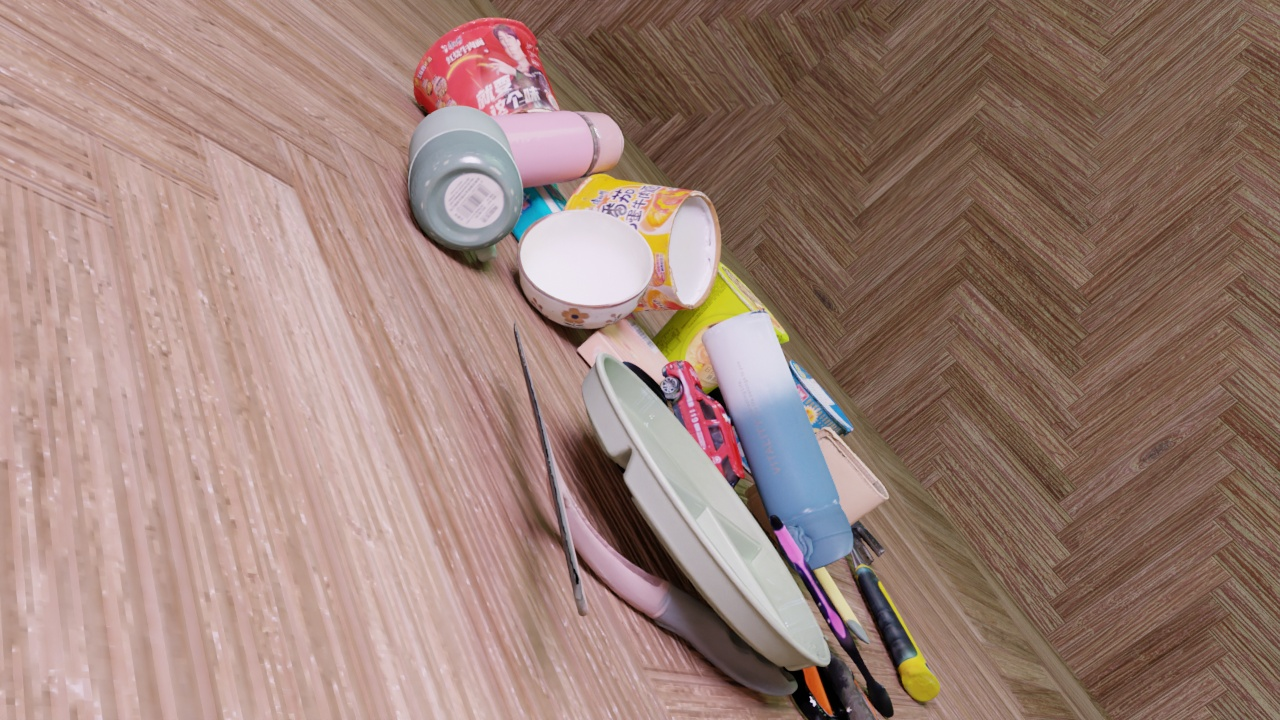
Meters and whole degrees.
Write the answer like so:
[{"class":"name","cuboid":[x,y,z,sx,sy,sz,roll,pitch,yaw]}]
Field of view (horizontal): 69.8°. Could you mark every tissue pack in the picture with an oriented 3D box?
[{"class":"tissue pack","cuboid":[-0.093,-0.136,0.908,0.133,0.050,0.093,54,15,25]}]

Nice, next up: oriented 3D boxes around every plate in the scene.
[{"class":"plate","cuboid":[0.037,0.092,0.563,0.230,0.027,0.230,52,5,-7]}]

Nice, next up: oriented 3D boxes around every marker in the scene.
[{"class":"marker","cuboid":[0.074,0.024,1.069,0.022,0.020,0.132,9,37,-45]}]

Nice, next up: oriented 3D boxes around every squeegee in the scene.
[{"class":"squeegee","cuboid":[0.009,0.120,0.496,0.249,0.040,0.247,49,6,-27]}]

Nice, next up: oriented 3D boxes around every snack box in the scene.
[{"class":"snack box","cuboid":[-0.005,0.005,0.833,0.084,0.026,0.157,50,13,1]}]

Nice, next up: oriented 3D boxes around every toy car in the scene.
[{"class":"toy car","cuboid":[0.052,0.055,0.771,0.053,0.045,0.120,19,49,-77]}]

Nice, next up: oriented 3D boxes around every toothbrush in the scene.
[{"class":"toothbrush","cuboid":[0.150,0.201,0.724,0.189,0.014,0.018,59,0,-4]}]

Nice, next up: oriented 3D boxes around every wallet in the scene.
[{"class":"wallet","cuboid":[0.151,0.120,0.820,0.087,0.115,0.024,51,35,13]}]

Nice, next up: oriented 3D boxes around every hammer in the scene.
[{"class":"hammer","cuboid":[0.248,0.239,0.980,0.126,0.032,0.323,43,13,-18]}]

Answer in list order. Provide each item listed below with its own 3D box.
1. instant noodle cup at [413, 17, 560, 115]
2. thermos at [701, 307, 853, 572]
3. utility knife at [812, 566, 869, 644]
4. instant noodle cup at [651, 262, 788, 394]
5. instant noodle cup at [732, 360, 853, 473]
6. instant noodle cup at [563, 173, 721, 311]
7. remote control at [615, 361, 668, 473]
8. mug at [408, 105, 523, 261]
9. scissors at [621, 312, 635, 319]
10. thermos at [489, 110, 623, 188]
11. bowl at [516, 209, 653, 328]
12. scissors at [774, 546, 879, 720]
[{"class":"instant noodle cup","cuboid":[-0.144,-0.255,0.921,0.108,0.138,0.137,61,16,19]},{"class":"thermos","cuboid":[0.117,0.068,0.778,0.070,0.070,0.220,18,50,-66]},{"class":"utility knife","cuboid":[0.173,0.202,0.866,0.031,0.018,0.166,46,13,-31]},{"class":"instant noodle cup","cuboid":[0.074,-0.022,0.964,0.111,0.123,0.111,44,13,-13]},{"class":"instant noodle cup","cuboid":[0.152,0.072,0.976,0.099,0.110,0.099,44,13,-13]},{"class":"instant noodle cup","cuboid":[0.005,-0.105,0.865,0.110,0.138,0.138,7,-11,30]},{"class":"remote control","cuboid":[0.002,0.042,0.693,0.053,0.024,0.136,41,25,-23]},{"class":"mug","cuboid":[-0.130,-0.125,0.699,0.106,0.082,0.112,-114,-170,-56]},{"class":"scissors","cuboid":[-0.054,-0.088,0.989,0.133,0.017,0.056,47,17,9]},{"class":"thermos","cuboid":[-0.104,-0.191,0.840,0.198,0.087,0.067,-23,105,-48]},{"class":"bowl","cuboid":[-0.049,-0.068,0.775,0.113,0.113,0.062,55,-29,27]},{"class":"scissors","cuboid":[0.120,0.199,0.677,0.229,0.022,0.189,56,14,30]}]
